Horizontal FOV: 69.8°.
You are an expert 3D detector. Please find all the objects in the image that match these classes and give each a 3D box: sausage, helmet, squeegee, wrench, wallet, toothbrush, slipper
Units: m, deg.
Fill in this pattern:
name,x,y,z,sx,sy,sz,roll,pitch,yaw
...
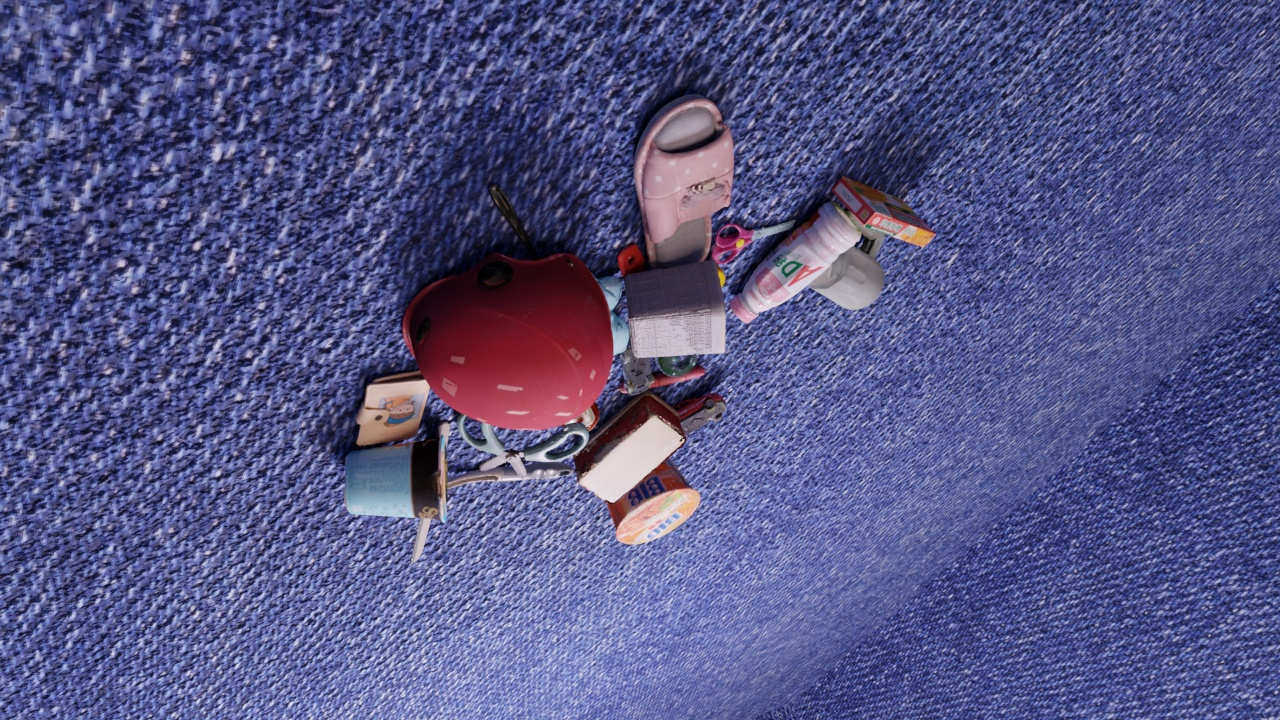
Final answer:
name,x,y,z,sx,sy,sz,roll,pitch,yaw
sausage,0.032,0.028,1.355,0.155,0.020,0.020,-12,143,-27
helmet,-0.139,-0.003,1.027,0.239,0.143,0.207,-7,133,-15
squeegee,-0.208,0.169,1.334,0.246,0.039,0.247,-6,126,-37
wrench,0.020,-0.057,1.210,0.056,0.016,0.273,-38,142,-7
wallet,-0.305,0.059,1.124,0.087,0.024,0.115,-12,144,-36
toothbrush,-0.128,-0.134,1.012,0.015,0.018,0.181,-27,146,1
slipper,0.052,-0.183,1.053,0.114,0.054,0.275,-21,148,-15

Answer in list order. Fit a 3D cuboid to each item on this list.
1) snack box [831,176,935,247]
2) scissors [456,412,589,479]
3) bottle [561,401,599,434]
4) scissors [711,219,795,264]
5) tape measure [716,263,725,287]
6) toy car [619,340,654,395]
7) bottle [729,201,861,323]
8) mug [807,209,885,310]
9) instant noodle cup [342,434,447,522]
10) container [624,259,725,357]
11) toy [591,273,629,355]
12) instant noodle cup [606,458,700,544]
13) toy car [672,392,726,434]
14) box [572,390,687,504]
name,x,y,z,sx,sy,sz,roll,pitch,yaw
snack box,0.328,-0.198,1.234,0.155,0.077,0.027,7,131,-44
scissors,-0.162,0.100,1.224,0.174,0.019,0.170,-20,135,17
bottle,-0.116,0.028,1.201,0.060,0.059,0.206,-32,141,1
scissors,0.150,-0.167,1.194,0.135,0.017,0.063,-21,134,-22
tape measure,0.081,-0.106,1.204,0.057,0.029,0.060,-37,147,12
toy car,-0.008,0.007,1.281,0.043,0.034,0.091,-22,133,-17
bottle,0.205,-0.126,1.244,0.197,0.068,0.068,-43,146,23
mug,0.291,-0.142,1.291,0.103,0.084,0.124,17,98,-48
instant noodle cup,-0.308,0.151,1.159,0.120,0.111,0.111,-1,141,-8
container,0.041,-0.059,1.121,0.114,0.090,0.090,-7,140,0
toy,-0.066,-0.044,1.152,0.161,0.049,0.157,7,128,-41
instant noodle cup,0.006,0.211,1.493,0.151,0.111,0.152,-21,146,-15
toy car,0.077,0.087,1.445,0.120,0.045,0.053,-27,149,4
box,-0.018,0.136,1.381,0.168,0.079,0.091,-42,122,16
